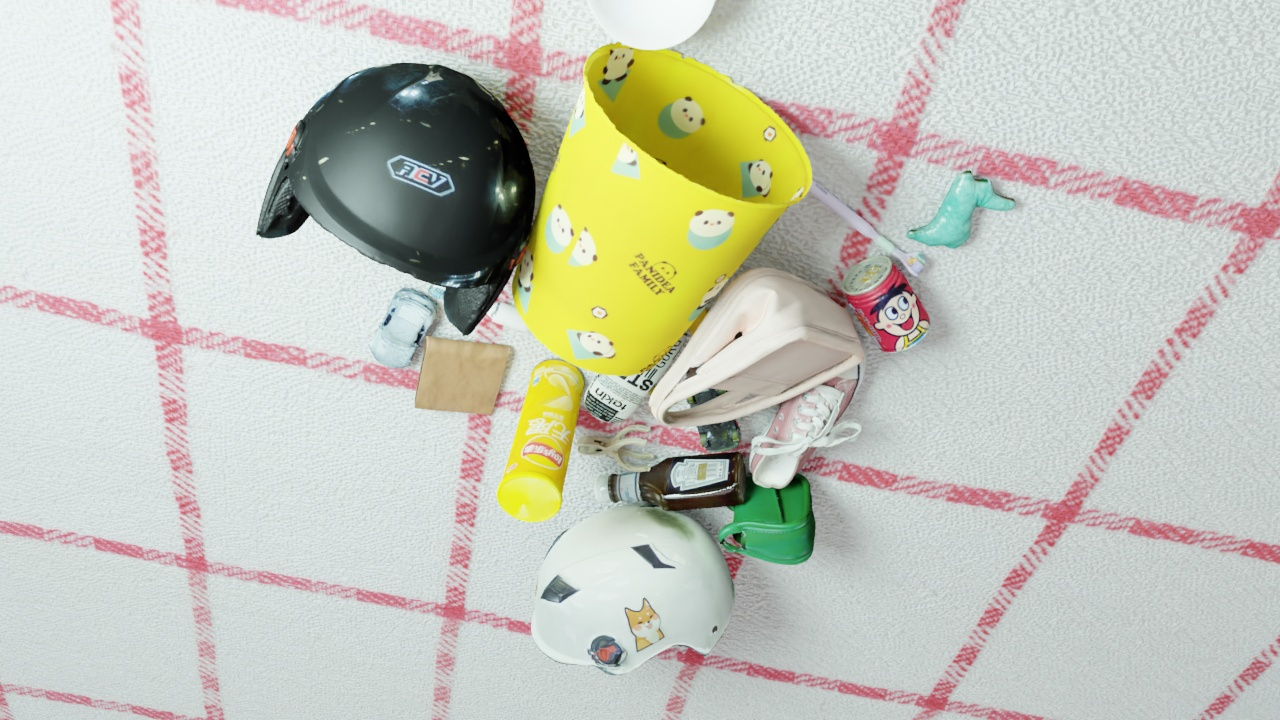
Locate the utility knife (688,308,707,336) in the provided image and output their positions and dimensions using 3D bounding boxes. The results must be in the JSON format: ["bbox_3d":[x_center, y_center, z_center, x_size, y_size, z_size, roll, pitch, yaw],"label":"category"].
[{"bbox_3d":[0.064,-0.060,1.064,0.033,0.015,0.156,-16,122,9],"label":"utility knife"}]

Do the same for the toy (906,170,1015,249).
[{"bbox_3d":[0.339,-0.155,0.961,0.096,0.030,0.092,10,128,-9],"label":"toy"}]

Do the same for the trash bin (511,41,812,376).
[{"bbox_3d":[0.002,-0.135,0.899,0.229,0.229,0.256,24,130,-12],"label":"trash bin"}]

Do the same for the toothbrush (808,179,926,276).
[{"bbox_3d":[0.231,-0.150,0.980,0.189,0.029,0.021,32,160,-16],"label":"toothbrush"}]

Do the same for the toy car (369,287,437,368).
[{"bbox_3d":[-0.287,-0.035,1.102,0.054,0.036,0.121,27,127,-15],"label":"toy car"}]

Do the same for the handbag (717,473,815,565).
[{"bbox_3d":[0.163,0.201,1.174,0.120,0.131,0.068,-3,116,12],"label":"handbag"}]

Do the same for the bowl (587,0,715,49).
[{"bbox_3d":[0.012,-0.349,0.829,0.118,0.064,0.118,3,126,4],"label":"bowl"}]

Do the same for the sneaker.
[{"bbox_3d":[0.200,0.073,1.099,0.118,0.087,0.242,20,121,-9],"label":"sneaker"}]

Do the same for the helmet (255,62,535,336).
[{"bbox_3d":[-0.212,-0.164,0.864,0.233,0.274,0.230,25,98,-19],"label":"helmet"}]

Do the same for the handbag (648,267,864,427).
[{"bbox_3d":[0.110,0.009,1.001,0.235,0.093,0.193,-40,151,28],"label":"handbag"}]

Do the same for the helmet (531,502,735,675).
[{"bbox_3d":[-0.016,0.274,1.194,0.274,0.229,0.157,-6,115,1],"label":"helmet"}]

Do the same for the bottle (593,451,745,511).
[{"bbox_3d":[0.037,0.159,1.186,0.195,0.079,0.044,-7,125,15],"label":"bottle"}]

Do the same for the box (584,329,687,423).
[{"bbox_3d":[-0.005,0.008,1.079,0.069,0.052,0.164,31,112,-7],"label":"box"}]

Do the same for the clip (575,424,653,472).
[{"bbox_3d":[-0.025,0.121,1.192,0.102,0.034,0.095,-21,120,24],"label":"clip"}]

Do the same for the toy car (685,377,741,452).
[{"bbox_3d":[0.090,0.059,1.128,0.053,0.045,0.121,-9,119,14],"label":"toy car"}]

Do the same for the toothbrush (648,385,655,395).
[{"bbox_3d":[-0.013,-0.021,1.098,0.017,0.015,0.190,-21,122,11],"label":"toothbrush"}]

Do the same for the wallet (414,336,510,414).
[{"bbox_3d":[-0.222,0.021,1.133,0.101,0.020,0.116,7,130,-19],"label":"wallet"}]

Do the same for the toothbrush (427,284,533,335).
[{"bbox_3d":[-0.143,-0.049,1.083,0.221,0.026,0.027,19,115,-8],"label":"toothbrush"}]

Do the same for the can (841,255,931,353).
[{"bbox_3d":[0.270,-0.062,1.011,0.067,0.066,0.094,-29,118,23],"label":"can"}]

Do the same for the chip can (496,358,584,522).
[{"bbox_3d":[-0.110,0.087,1.064,0.072,0.212,0.072,3,127,4],"label":"chip can"}]
